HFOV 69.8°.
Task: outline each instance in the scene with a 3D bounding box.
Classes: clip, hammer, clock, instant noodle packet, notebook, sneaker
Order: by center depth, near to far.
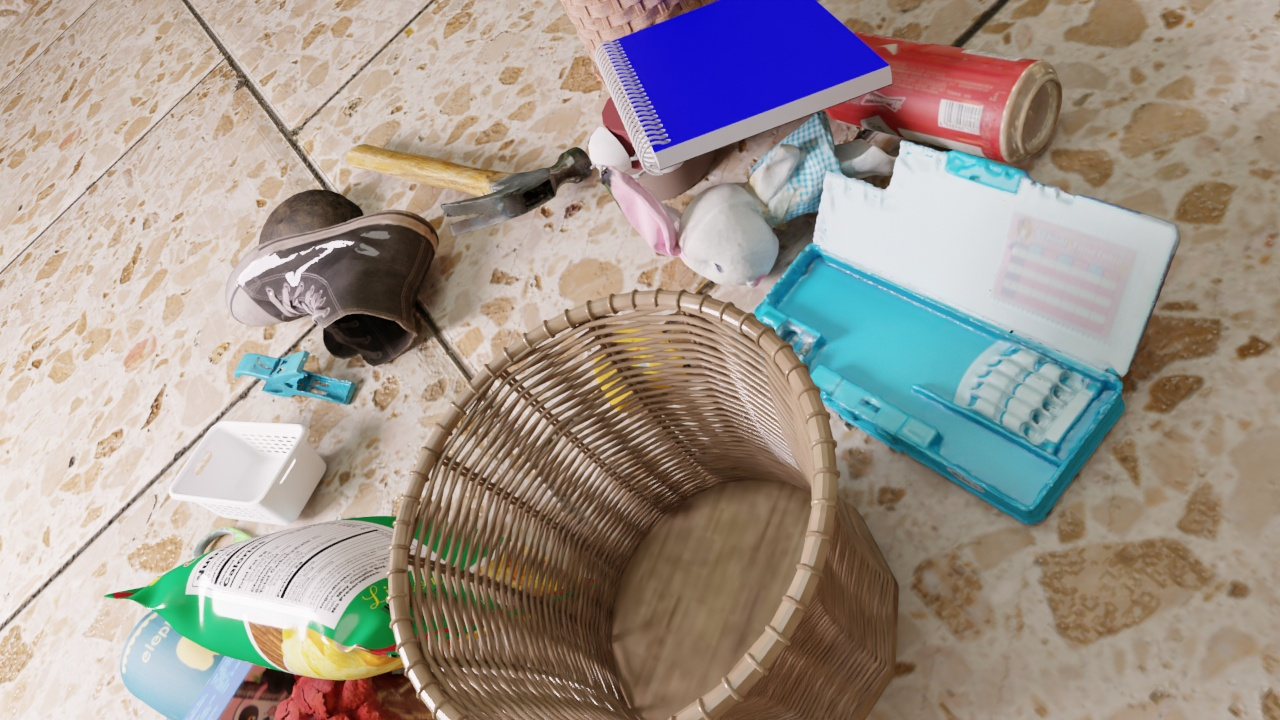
[{"bbox_3d":[-0.178,0.148,0.594,0.253,0.195,0.090,-1,88,31],"label":"instant noodle packet"},{"bbox_3d":[0.062,-0.219,0.678,0.171,0.022,0.208,-20,39,2],"label":"notebook"},{"bbox_3d":[0.010,-0.186,0.728,0.087,0.044,0.124,7,56,36],"label":"clock"},{"bbox_3d":[-0.332,0.008,0.835,0.127,0.113,0.028,-5,54,44],"label":"clip"},{"bbox_3d":[-0.299,-0.050,0.855,0.235,0.095,0.119,-10,56,17],"label":"sneaker"},{"bbox_3d":[-0.200,-0.183,0.898,0.132,0.033,0.331,-38,38,-29],"label":"hammer"}]

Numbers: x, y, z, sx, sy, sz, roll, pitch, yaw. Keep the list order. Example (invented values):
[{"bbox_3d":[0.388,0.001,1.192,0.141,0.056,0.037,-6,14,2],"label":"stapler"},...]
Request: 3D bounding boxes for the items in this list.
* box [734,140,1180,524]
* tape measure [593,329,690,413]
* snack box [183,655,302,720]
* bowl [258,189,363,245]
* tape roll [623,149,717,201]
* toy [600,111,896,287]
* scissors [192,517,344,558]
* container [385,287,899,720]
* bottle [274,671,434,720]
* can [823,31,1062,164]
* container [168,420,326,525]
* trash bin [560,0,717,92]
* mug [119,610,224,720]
[{"bbox_3d":[0.182,-0.031,0.560,0.227,0.074,0.181,34,105,41],"label":"box"},{"bbox_3d":[-0.004,0.004,0.677,0.068,0.030,0.059,-35,49,4],"label":"tape measure"},{"bbox_3d":[-0.273,0.260,0.637,0.033,0.088,0.154,19,72,38],"label":"snack box"},{"bbox_3d":[-0.357,-0.135,0.963,0.121,0.056,0.121,-16,54,22],"label":"bowl"},{"bbox_3d":[0.017,-0.181,0.783,0.094,0.030,0.093,-16,54,22],"label":"tape roll"},{"bbox_3d":[0.089,-0.108,0.670,0.206,0.131,0.105,-13,85,14],"label":"toy"},{"bbox_3d":[-0.319,0.157,0.781,0.176,0.033,0.072,-17,51,16],"label":"scissors"},{"bbox_3d":[0.019,0.110,0.483,0.227,0.196,0.226,-16,54,22],"label":"container"},{"bbox_3d":[-0.193,0.241,0.605,0.111,0.099,0.099,-45,48,12],"label":"bottle"},{"bbox_3d":[0.204,-0.189,0.650,0.170,0.067,0.067,28,78,40],"label":"can"},{"bbox_3d":[-0.335,0.100,0.797,0.129,0.049,0.080,0,51,31],"label":"container"},{"bbox_3d":[-0.013,-0.339,0.784,0.151,0.210,0.151,-16,54,23],"label":"trash bin"},{"bbox_3d":[-0.313,0.226,0.697,0.104,0.084,0.111,14,40,31],"label":"mug"}]
